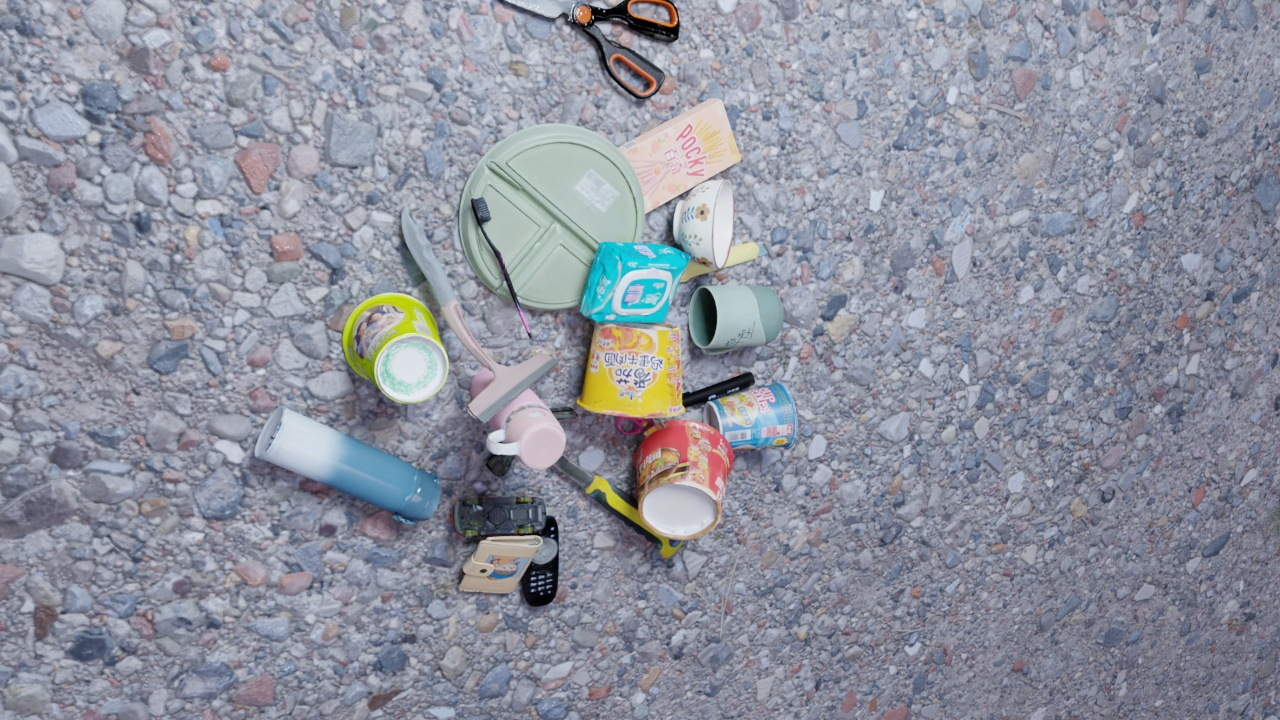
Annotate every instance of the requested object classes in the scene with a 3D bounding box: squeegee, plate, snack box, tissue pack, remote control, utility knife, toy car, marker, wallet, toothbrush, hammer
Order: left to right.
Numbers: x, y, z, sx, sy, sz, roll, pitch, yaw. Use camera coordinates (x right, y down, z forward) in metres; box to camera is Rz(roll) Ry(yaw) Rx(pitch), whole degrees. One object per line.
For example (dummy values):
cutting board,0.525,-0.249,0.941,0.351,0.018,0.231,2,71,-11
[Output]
squeegee,-0.211,-0.062,1.053,0.040,0.247,0.249,-30,95,20
wallet,-0.187,0.266,1.198,0.087,0.024,0.115,6,136,-28
toy car,-0.183,0.202,1.185,0.120,0.045,0.053,2,76,-17
toothbrush,-0.158,-0.106,1.078,0.017,0.014,0.189,-29,120,-16
remote control,-0.137,0.270,1.248,0.053,0.024,0.136,-4,107,-22
plate,-0.100,-0.165,1.096,0.230,0.027,0.230,-8,116,-17
hammer,-0.053,0.175,1.251,0.323,0.032,0.126,40,89,-30
tissue pack,-0.005,-0.094,1.124,0.133,0.050,0.093,-4,126,-40
snack box,0.045,-0.256,1.148,0.157,0.026,0.084,-31,120,-12
marker,0.099,0.043,1.284,0.132,0.020,0.022,-17,85,-18
utility knife,0.102,-0.131,1.225,0.166,0.018,0.031,-15,118,-19

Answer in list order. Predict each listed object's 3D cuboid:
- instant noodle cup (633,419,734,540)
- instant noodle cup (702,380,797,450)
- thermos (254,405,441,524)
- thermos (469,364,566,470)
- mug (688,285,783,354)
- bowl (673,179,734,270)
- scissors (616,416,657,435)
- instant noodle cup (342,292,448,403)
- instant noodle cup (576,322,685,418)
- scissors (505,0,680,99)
instant noodle cup,0.057,0.164,1.221,0.138,0.108,0.138,3,127,3
instant noodle cup,0.150,0.085,1.284,0.109,0.099,0.099,-9,111,-15
thermos,-0.337,0.128,1.080,0.220,0.070,0.070,32,92,-30
thermos,-0.153,0.066,1.069,0.087,0.198,0.067,-7,111,-22
mug,0.125,-0.049,1.235,0.106,0.082,0.112,-3,139,-25
bowl,0.078,-0.172,1.161,0.062,0.113,0.113,5,110,17
scissors,0.021,0.098,1.270,0.133,0.017,0.056,34,86,-34
instant noodle cup,-0.269,-0.007,1.030,0.111,0.123,0.112,-9,111,-23
instant noodle cup,-0.007,0.007,1.160,0.137,0.138,0.110,2,99,-26
scissors,-0.049,-0.401,1.061,0.189,0.022,0.229,-45,115,-10
